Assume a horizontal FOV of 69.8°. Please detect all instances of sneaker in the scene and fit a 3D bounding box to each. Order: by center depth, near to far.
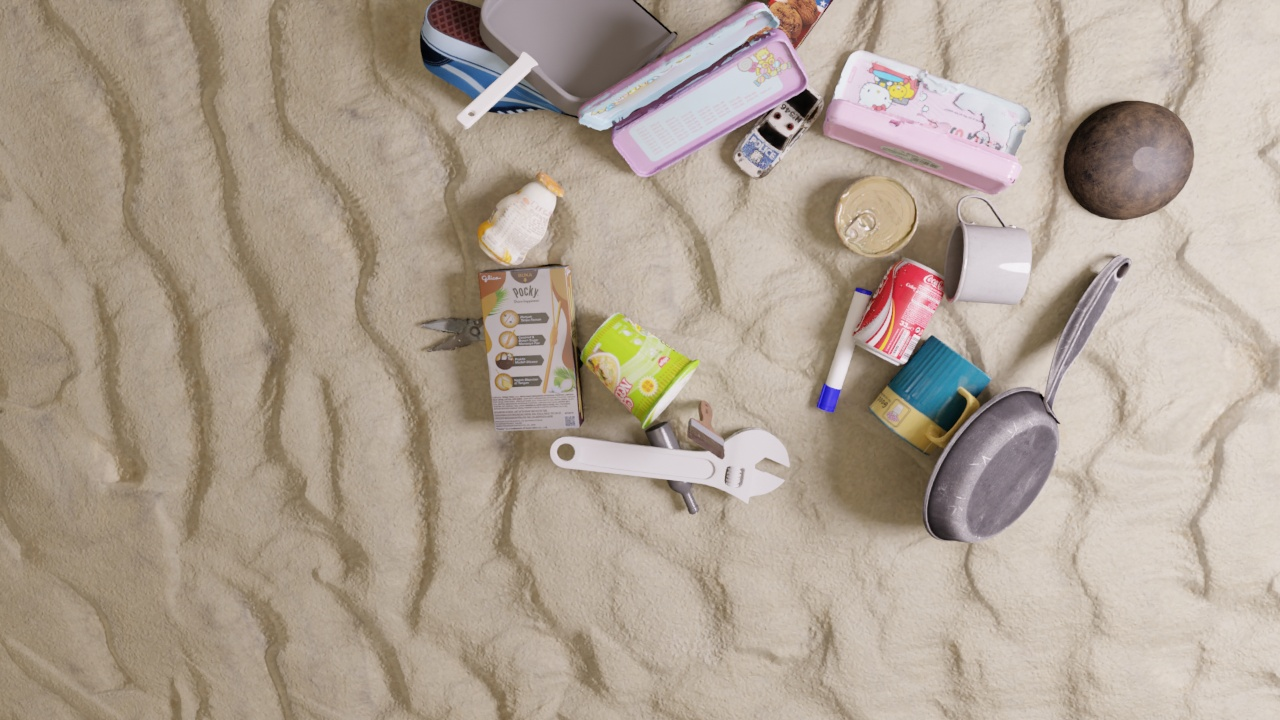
[{"bbox_3d":[-0.125,-0.309,1.013,0.241,0.098,0.083,20,60,-8],"label":"sneaker"}]

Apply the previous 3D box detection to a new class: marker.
[{"bbox_3d":[0.228,-0.011,1.026,0.020,0.020,0.142,16,103,6],"label":"marker"}]

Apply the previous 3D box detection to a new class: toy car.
[{"bbox_3d":[0.147,-0.247,0.984,0.048,0.040,0.113,40,104,1],"label":"toy car"}]

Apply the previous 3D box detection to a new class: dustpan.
[{"bbox_3d":[-0.098,-0.318,0.945,0.163,0.033,0.257,41,71,0],"label":"dustpan"}]

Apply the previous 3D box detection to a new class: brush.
[{"bbox_3d":[0.070,0.068,1.003,0.045,0.143,0.008,34,105,-7],"label":"brush"}]

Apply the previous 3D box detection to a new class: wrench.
[{"bbox_3d":[0.035,0.108,1.050,0.273,0.018,0.087,8,94,-4],"label":"wrench"}]

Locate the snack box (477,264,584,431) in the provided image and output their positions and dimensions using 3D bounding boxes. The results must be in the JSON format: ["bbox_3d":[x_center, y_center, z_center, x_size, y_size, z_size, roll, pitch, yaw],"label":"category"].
[{"bbox_3d":[-0.125,-0.013,1.062,0.101,0.031,0.186,-3,102,8],"label":"snack box"}]

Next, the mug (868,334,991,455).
[{"bbox_3d":[0.316,0.043,0.976,0.083,0.113,0.107,33,102,-24],"label":"mug"}]

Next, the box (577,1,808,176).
[{"bbox_3d":[0.053,-0.276,0.936,0.215,0.149,0.048,-25,66,21],"label":"box"}]

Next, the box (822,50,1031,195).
[{"bbox_3d":[0.298,-0.252,0.943,0.202,0.087,0.102,21,91,5],"label":"box"}]

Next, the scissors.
[{"bbox_3d":[-0.166,-0.059,1.082,0.210,0.015,0.147,6,105,6],"label":"scissors"}]

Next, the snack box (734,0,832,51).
[{"bbox_3d":[0.162,-0.367,0.963,0.051,0.031,0.141,37,104,1],"label":"snack box"}]

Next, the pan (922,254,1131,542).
[{"bbox_3d":[0.417,0.045,0.959,0.187,0.055,0.357,32,95,-43],"label":"pan"}]

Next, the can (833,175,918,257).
[{"bbox_3d":[0.251,-0.154,0.983,0.086,0.043,0.086,2,100,9],"label":"can"}]

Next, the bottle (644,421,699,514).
[{"bbox_3d":[0.042,0.129,1.076,0.030,0.030,0.113,-23,96,12],"label":"bottle"}]

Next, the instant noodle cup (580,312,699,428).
[{"bbox_3d":[-0.006,0.006,1.033,0.108,0.098,0.099,39,104,8],"label":"instant noodle cup"}]

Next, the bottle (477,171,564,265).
[{"bbox_3d":[-0.133,-0.160,1.033,0.063,0.063,0.109,42,104,0],"label":"bottle"}]

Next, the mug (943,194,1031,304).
[{"bbox_3d":[0.360,-0.114,0.954,0.070,0.084,0.113,5,97,6],"label":"mug"}]

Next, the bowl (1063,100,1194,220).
[{"bbox_3d":[0.500,-0.202,0.927,0.121,0.056,0.121,2,101,9],"label":"bowl"}]

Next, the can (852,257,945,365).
[{"bbox_3d":[0.278,-0.053,0.984,0.064,0.064,0.105,27,99,3],"label":"can"}]
